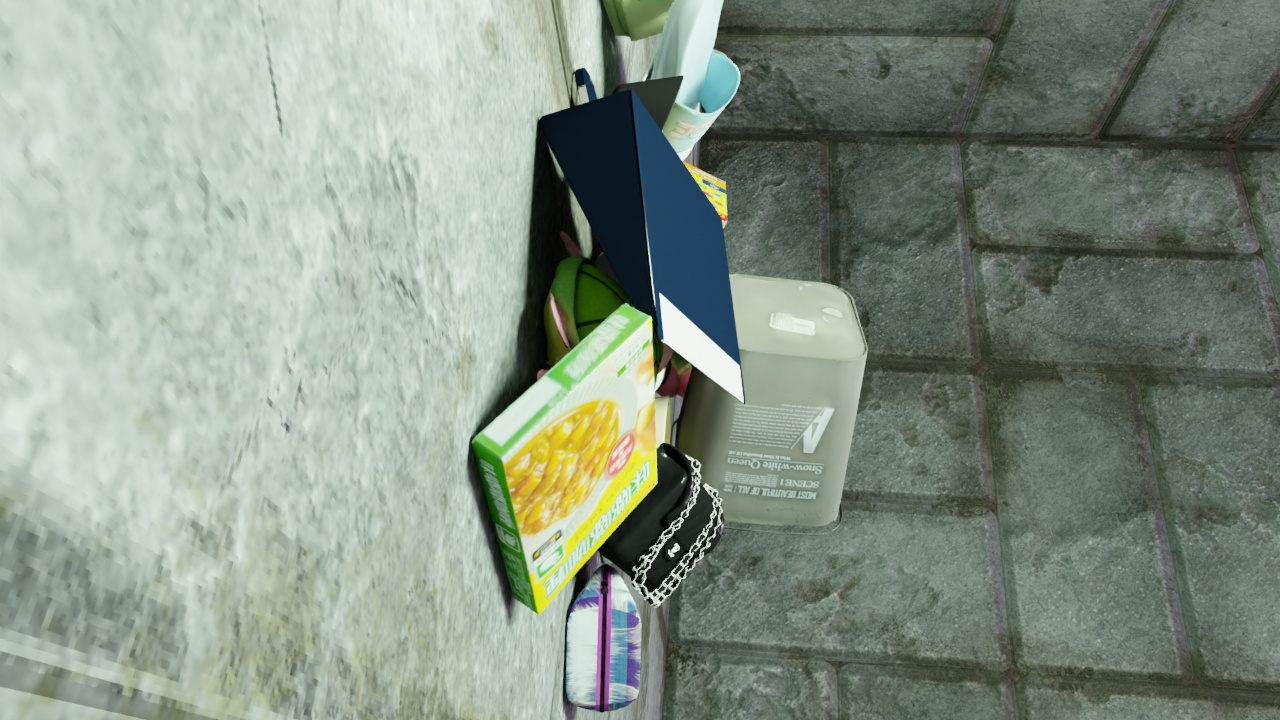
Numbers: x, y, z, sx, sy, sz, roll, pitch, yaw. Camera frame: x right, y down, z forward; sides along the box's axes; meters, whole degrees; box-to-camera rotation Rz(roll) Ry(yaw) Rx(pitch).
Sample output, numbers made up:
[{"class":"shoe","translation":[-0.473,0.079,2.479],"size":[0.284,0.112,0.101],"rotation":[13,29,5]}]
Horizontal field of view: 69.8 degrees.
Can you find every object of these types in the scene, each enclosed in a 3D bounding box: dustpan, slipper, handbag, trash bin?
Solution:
[{"class":"dustpan","translation":[-0.001,-0.112,0.704],"size":[0.236,0.080,0.272],"rotation":[33,49,-67]},{"class":"slipper","translation":[0.057,-0.279,0.909],"size":[0.103,0.074,0.246],"rotation":[-58,171,-28]},{"class":"handbag","translation":[0.029,0.164,0.887],"size":[0.125,0.115,0.154],"rotation":[-44,143,-7]},{"class":"trash bin","translation":[0.142,0.041,1.008],"size":[0.197,0.197,0.221],"rotation":[-87,-176,-55]},{"class":"handbag","translation":[-0.035,0.264,0.909],"size":[0.170,0.068,0.144],"rotation":[-119,-149,-88]}]

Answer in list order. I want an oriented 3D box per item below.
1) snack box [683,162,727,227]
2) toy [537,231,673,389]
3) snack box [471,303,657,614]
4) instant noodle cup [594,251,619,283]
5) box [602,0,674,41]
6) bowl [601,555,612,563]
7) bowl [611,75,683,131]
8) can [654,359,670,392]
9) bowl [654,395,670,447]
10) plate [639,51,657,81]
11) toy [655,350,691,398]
[{"class":"snack box","translation":[0.035,-0.157,0.895],"size":[0.125,0.088,0.040],"rotation":[-81,-163,-62]},{"class":"toy","translation":[-0.026,-0.009,0.688],"size":[0.237,0.088,0.190],"rotation":[-16,92,-75]},{"class":"snack box","translation":[-0.038,0.065,0.572],"size":[0.131,0.027,0.168],"rotation":[-45,149,-32]},{"class":"instant noodle cup","translation":[0.008,-0.076,0.897],"size":[0.121,0.123,0.123],"rotation":[-46,139,-70]},{"class":"box","translation":[-0.007,-0.375,0.880],"size":[0.188,0.091,0.083],"rotation":[-37,106,-87]},{"class":"bowl","translation":[-0.010,0.184,1.089],"size":[0.113,0.063,0.113],"rotation":[5,88,-85]},{"class":"bowl","translation":[-0.011,-0.214,0.840],"size":[0.124,0.052,0.124],"rotation":[-158,-88,-82]},{"class":"can","translation":[-0.006,0.006,0.990],"size":[0.128,0.072,0.072],"rotation":[-15,107,-84]},{"class":"bowl","translation":[-0.008,0.095,0.995],"size":[0.118,0.074,0.118],"rotation":[5,88,-85]},{"class":"plate","translation":[0.009,-0.268,0.981],"size":[0.208,0.015,0.209],"rotation":[-61,173,-13]},{"class":"toy","translation":[0.015,-0.065,1.140],"size":[0.192,0.097,0.236],"rotation":[15,63,-73]}]
